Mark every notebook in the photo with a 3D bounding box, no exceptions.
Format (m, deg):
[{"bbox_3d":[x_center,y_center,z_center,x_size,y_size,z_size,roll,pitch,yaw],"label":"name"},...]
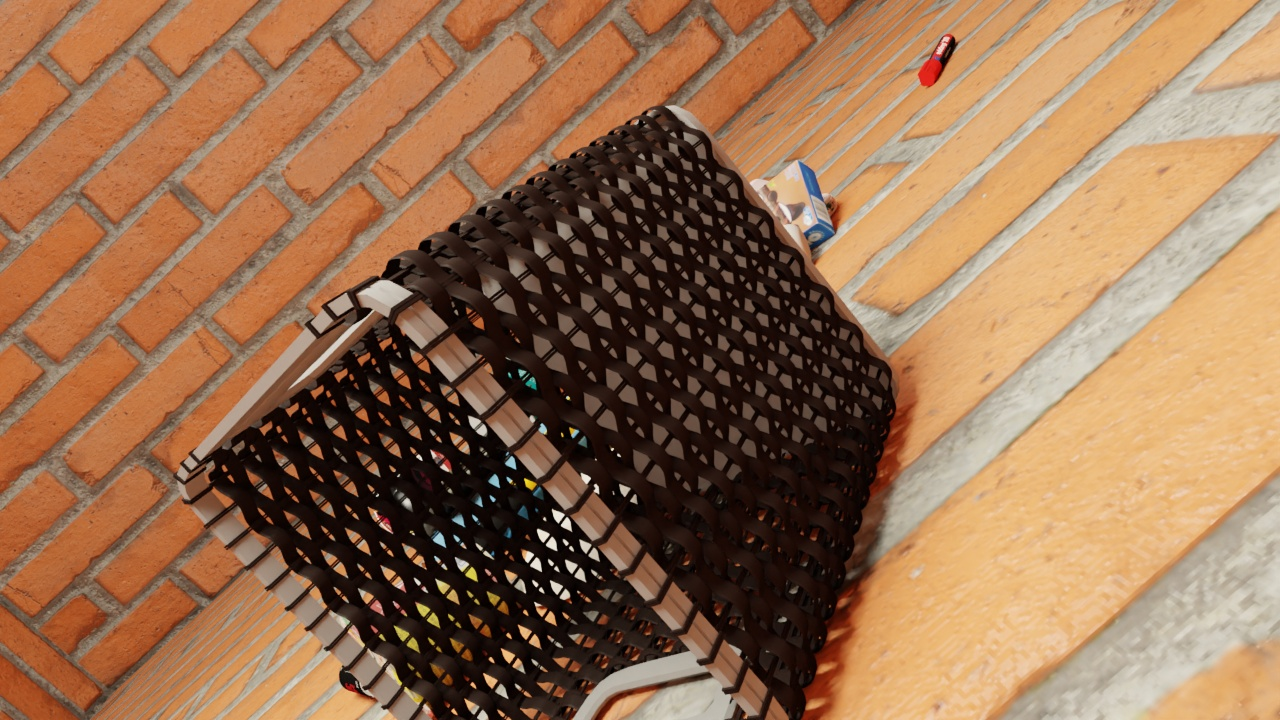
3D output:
[{"bbox_3d":[-0.184,0.125,1.028,0.169,0.029,0.210,-51,1,-33],"label":"notebook"}]

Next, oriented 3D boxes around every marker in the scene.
[{"bbox_3d":[0.390,-0.397,1.206,0.021,0.023,0.144,-42,9,45],"label":"marker"}]

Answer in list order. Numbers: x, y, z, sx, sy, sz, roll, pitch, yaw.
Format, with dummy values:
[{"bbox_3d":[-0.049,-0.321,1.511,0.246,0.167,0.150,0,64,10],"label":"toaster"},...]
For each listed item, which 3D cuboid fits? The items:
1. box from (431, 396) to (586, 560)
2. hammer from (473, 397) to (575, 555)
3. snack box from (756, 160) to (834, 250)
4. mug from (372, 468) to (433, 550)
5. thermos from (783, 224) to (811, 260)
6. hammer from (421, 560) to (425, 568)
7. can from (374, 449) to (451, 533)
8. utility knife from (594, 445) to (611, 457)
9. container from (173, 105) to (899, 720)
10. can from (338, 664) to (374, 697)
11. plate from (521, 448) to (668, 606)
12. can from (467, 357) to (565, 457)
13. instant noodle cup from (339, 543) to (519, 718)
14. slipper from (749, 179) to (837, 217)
[{"bbox_3d":[-0.117,0.136,0.922,0.232,0.054,0.093,-46,28,8],"label":"box"},{"bbox_3d":[-0.115,0.124,0.841,0.323,0.029,0.127,-55,26,3],"label":"hammer"},{"bbox_3d":[0.131,-0.134,0.986,0.152,0.034,0.087,-35,51,35],"label":"snack box"},{"bbox_3d":[-0.276,0.184,1.141,0.081,0.098,0.118,-45,12,-11],"label":"mug"},{"bbox_3d":[0.064,-0.078,0.940,0.225,0.052,0.052,-20,20,22],"label":"thermos"},{"bbox_3d":[-0.136,0.123,1.060,0.313,0.035,0.138,-48,12,-23],"label":"hammer"},{"bbox_3d":[-0.299,0.180,1.267,0.117,0.086,0.086,-38,12,26],"label":"can"},{"bbox_3d":[-0.035,0.075,0.929,0.030,0.019,0.216,-33,19,16],"label":"utility knife"},{"bbox_3d":[-0.035,0.044,0.491,0.248,0.245,0.242,-32,12,43],"label":"container"},{"bbox_3d":[-0.253,0.291,0.844,0.031,0.031,0.081,-50,13,-31],"label":"can"},{"bbox_3d":[-0.033,0.113,0.735,0.189,0.027,0.188,-40,15,12],"label":"plate"},{"bbox_3d":[-0.162,0.059,1.211,0.099,0.099,0.143,-38,12,24],"label":"can"},{"bbox_3d":[-0.159,0.201,0.716,0.112,0.100,0.101,-41,9,-29],"label":"instant noodle cup"},{"bbox_3d":[0.130,-0.169,1.090,0.094,0.064,0.240,-47,21,-18],"label":"slipper"}]
